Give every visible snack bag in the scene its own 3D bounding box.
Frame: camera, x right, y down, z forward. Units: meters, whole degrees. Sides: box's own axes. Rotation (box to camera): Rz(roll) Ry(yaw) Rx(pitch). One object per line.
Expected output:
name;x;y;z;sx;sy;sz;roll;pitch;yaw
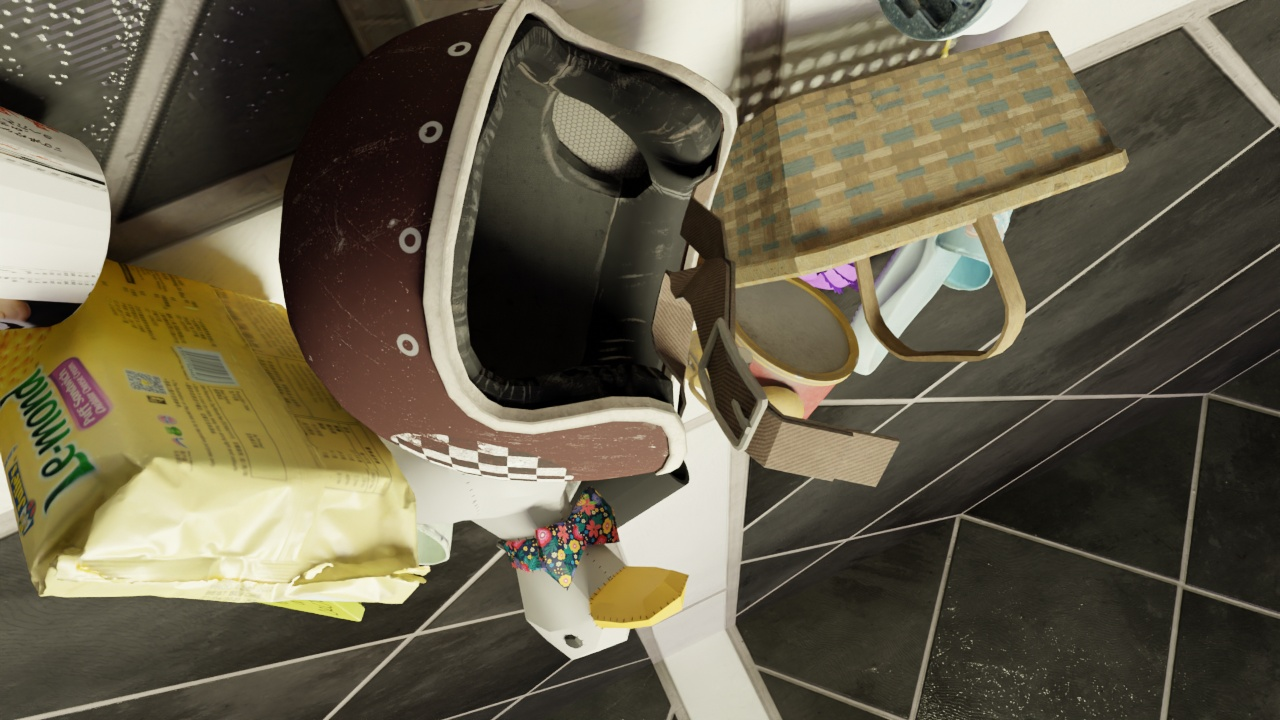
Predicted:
snack bag;-0.216;0.023;0.447;0.159;0.247;0.068;14;110;-47

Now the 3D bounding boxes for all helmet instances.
helmet;-0.041;-0.043;0.440;0.253;0.232;0.234;12;153;-2

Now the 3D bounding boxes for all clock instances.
clock;0.087;0.004;0.694;0.158;0.117;0.081;-43;168;-48
clock;0.186;-0.232;0.508;0.057;0.083;0.118;-14;156;-36

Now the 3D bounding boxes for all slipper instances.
slipper;0.271;-0.084;0.811;0.245;0.074;0.104;-54;157;2

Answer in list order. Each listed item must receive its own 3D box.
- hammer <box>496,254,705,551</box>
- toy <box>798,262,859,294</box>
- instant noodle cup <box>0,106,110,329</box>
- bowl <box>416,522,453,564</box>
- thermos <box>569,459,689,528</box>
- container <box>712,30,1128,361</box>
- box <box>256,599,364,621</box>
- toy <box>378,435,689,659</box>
hammer;-0.004;0.004;0.716;0.301;0.037;0.217;-55;-176;29
toy;0.173;-0.085;0.802;0.106;0.056;0.088;-39;154;24
instant noodle cup;-0.287;-0.060;0.350;0.124;0.123;0.121;-37;162;20
bowl;-0.215;0.129;0.805;0.117;0.061;0.118;11;148;7
thermos;-0.052;0.148;0.990;0.199;0.086;0.086;-35;154;15
container;0.181;-0.090;0.611;0.249;0.186;0.158;-19;-174;-16
box;-0.280;0.126;0.680;0.124;0.081;0.221;11;151;4
toy;-0.097;0.079;0.624;0.247;0.268;0.140;-5;-162;36
